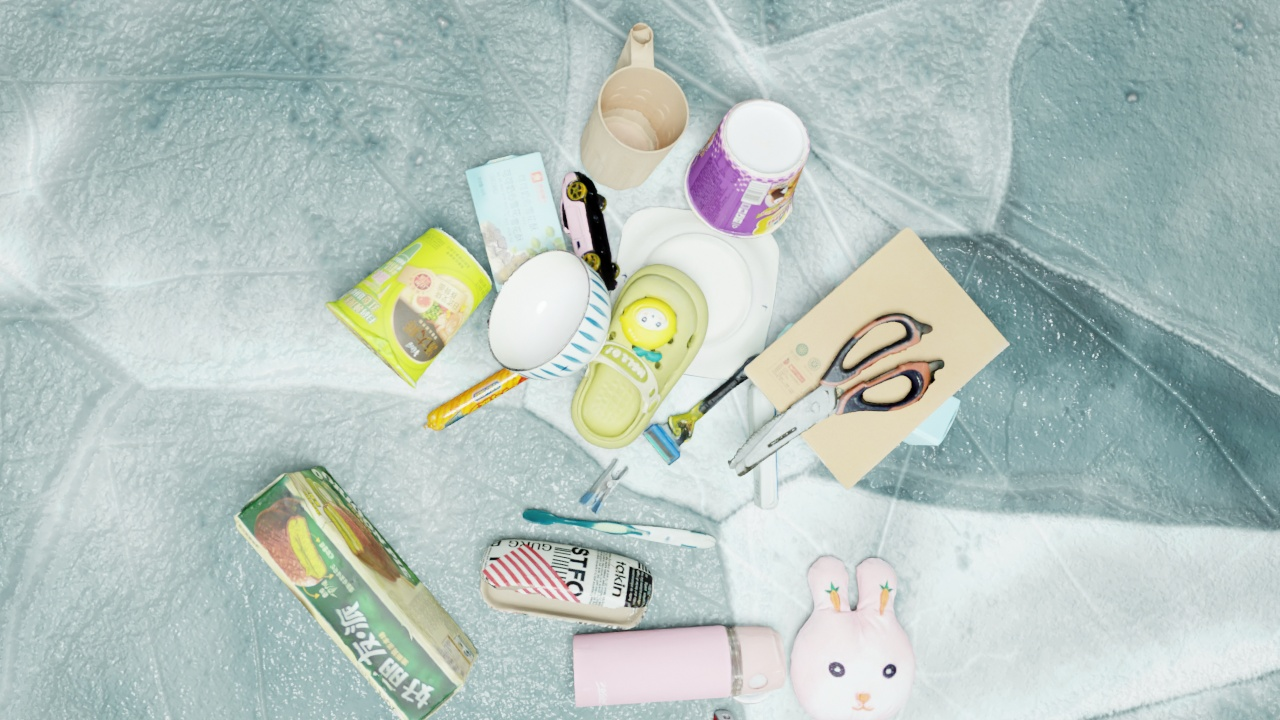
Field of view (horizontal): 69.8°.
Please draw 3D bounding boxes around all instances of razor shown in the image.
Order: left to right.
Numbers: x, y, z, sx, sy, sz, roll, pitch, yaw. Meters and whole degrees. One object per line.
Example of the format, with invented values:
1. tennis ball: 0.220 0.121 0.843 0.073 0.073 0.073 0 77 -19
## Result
1. razor: 0.068 0.041 0.900 0.142 0.022 0.042 -41 96 -1

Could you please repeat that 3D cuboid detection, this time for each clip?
1. clip: -0.034 0.122 0.891 0.038 0.026 0.058 39 77 -12

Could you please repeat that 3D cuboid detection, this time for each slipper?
1. slipper: -0.005 0.005 0.850 0.091 0.081 0.191 29 106 2

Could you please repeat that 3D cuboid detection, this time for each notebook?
1. notebook: 0.219 -0.003 0.846 0.207 0.008 0.148 -41 90 -6

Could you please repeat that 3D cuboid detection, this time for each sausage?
1. sausage: -0.138 0.023 0.889 0.165 0.021 0.021 -31 89 -5

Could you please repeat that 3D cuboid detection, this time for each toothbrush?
1. toothbrush: -0.020 0.164 0.894 0.191 0.018 0.016 9 86 -6

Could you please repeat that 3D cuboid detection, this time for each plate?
1. plate: 0.053 -0.068 0.902 0.163 0.034 0.164 9 86 -3

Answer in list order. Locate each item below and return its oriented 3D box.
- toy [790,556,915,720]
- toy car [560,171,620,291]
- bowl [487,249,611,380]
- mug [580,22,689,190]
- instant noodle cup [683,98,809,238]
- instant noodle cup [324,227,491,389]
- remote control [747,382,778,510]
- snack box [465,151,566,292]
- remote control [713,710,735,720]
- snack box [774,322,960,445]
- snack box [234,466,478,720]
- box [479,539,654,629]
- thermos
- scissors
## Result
1. toy: 0.204 0.270 0.887 0.121 0.054 0.159 1 79 -4
2. toy car: -0.052 -0.123 0.884 0.037 0.056 0.122 -16 79 22
3. bowl: -0.071 -0.033 0.812 0.117 0.066 0.116 -18 58 31
4. mug: -0.011 -0.235 0.866 0.084 0.104 0.124 0 80 -15
5. instant noodle cup: 0.105 -0.186 0.868 0.111 0.099 0.111 3 70 -9
6. instant noodle cup: -0.207 -0.056 0.851 0.111 0.112 0.123 43 78 -1
7. remote control: 0.119 0.080 0.890 0.024 0.049 0.125 -2 87 -2
8. snack box: -0.109 -0.107 0.883 0.074 0.051 0.175 -15 89 -4
9. remote control: 0.078 0.405 0.867 0.020 0.056 0.136 3 87 -6
10. snack box: 0.212 0.023 0.887 0.175 0.074 0.051 28 85 -2
11. snack box: -0.249 0.206 0.825 0.063 0.114 0.240 -41 90 -5
12. box: -0.071 0.217 0.870 0.163 0.076 0.087 7 125 -4
13. thermos: 0.035 0.295 0.870 0.198 0.067 0.087 -2 119 -6
14. scissors: 0.178 0.046 0.827 0.185 0.015 0.208 19 85 -4
